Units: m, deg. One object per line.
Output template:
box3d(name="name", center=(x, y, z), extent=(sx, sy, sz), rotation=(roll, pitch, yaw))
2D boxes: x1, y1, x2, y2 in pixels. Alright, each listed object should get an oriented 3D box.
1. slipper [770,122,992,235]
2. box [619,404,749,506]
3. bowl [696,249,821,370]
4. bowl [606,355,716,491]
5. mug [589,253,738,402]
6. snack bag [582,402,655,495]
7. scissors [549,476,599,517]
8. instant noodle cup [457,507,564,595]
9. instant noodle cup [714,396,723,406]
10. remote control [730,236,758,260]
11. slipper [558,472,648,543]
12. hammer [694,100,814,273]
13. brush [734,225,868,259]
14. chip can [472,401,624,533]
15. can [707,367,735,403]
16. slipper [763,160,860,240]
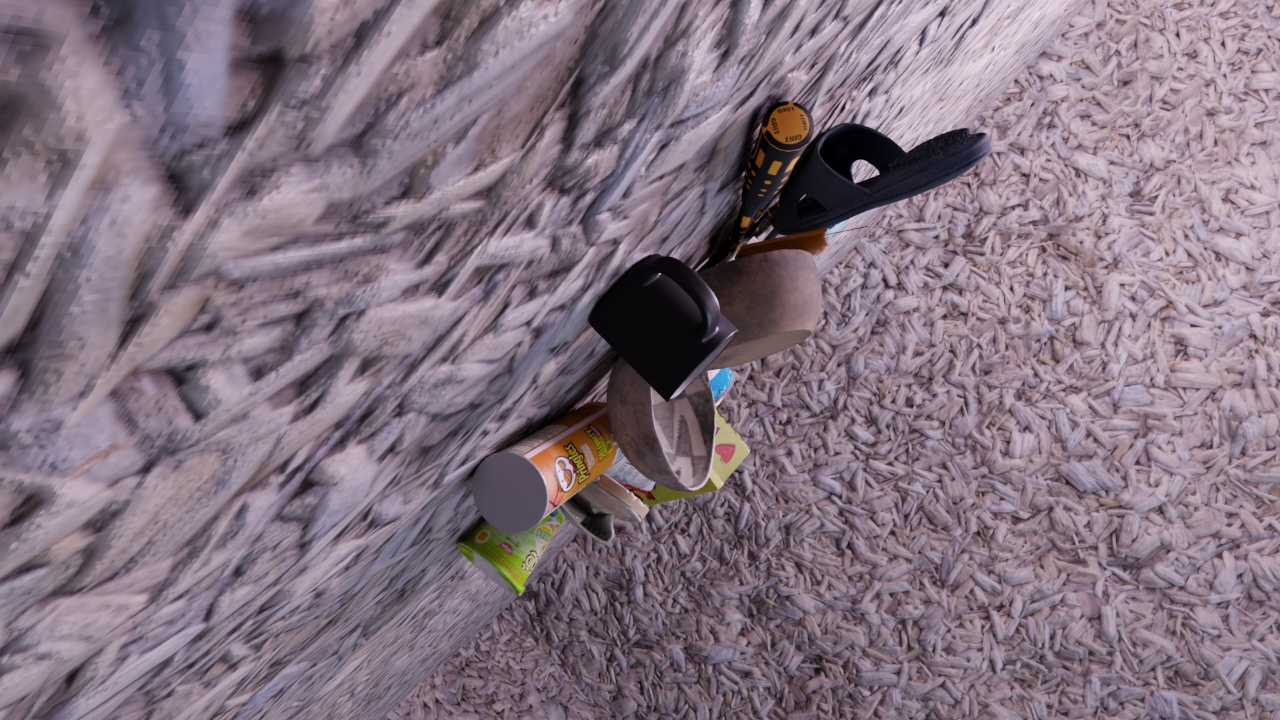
box3d(name="slipper", center=(0.203, -0.183, 0.865), extent=(0.101, 0.082, 0.264), rotation=(-35, -168, -27))
box3d(name="box", center=(0.020, 0.110, 1.146), extent=(0.082, 0.124, 0.222), rotation=(-42, -168, -33))
box3d(name="bowl", center=(0.098, -0.042, 0.880), extent=(0.162, 0.070, 0.162), rotation=(-16, 169, -3))
box3d(name="bowl", center=(0.013, 0.052, 0.958), extent=(0.081, 0.178, 0.178), rotation=(-11, -173, 23))
box3d(name="mug", center=(0.022, -0.033, 0.696), extent=(0.078, 0.088, 0.114), rotation=(-41, 172, -29))
box3d(name="snack bag", center=(-0.029, 0.110, 1.079), extent=(0.144, 0.131, 0.039), rotation=(124, -12, -55))
box3d(name="scissors", center=(-0.111, 0.136, 1.011), extent=(0.134, 0.011, 0.139), rotation=(-13, -156, 3))
box3d(name="instant noodle cup", center=(-0.153, 0.214, 1.124), extent=(0.107, 0.099, 0.099), rotation=(-52, 176, -23))
box3d(name="instant noodle cup", center=(0.059, 0.051, 1.403), extent=(0.097, 0.097, 0.109), rotation=(-39, 178, -39))
box3d(name="remote control", center=(0.082, -0.095, 0.972), extent=(0.125, 0.018, 0.038), rotation=(-39, 171, -34))
box3d(name="slipper", center=(-0.067, 0.172, 1.121), extent=(0.054, 0.114, 0.273), rotation=(-47, -172, -21))
box3d(name="hammer", center=(0.097, -0.137, 0.769), extent=(0.123, 0.036, 0.321), rotation=(-45, 175, -8))
box3d(name="brush", center=(0.155, -0.109, 0.877), extent=(0.126, 0.017, 0.048), rotation=(-12, 172, -7))
box3d(name="chip can", center=(-0.081, 0.099, 0.912), extent=(0.075, 0.075, 0.214), rotation=(-48, 172, 21))
box3d(name="can", center=(0.059, 0.032, 1.225), extent=(0.130, 0.044, 0.129), rotation=(-28, -163, 9))
box3d(name="slipper", center=(0.175, -0.136, 1.041), extent=(0.268, 0.055, 0.098), rotation=(-46, -173, -21))
